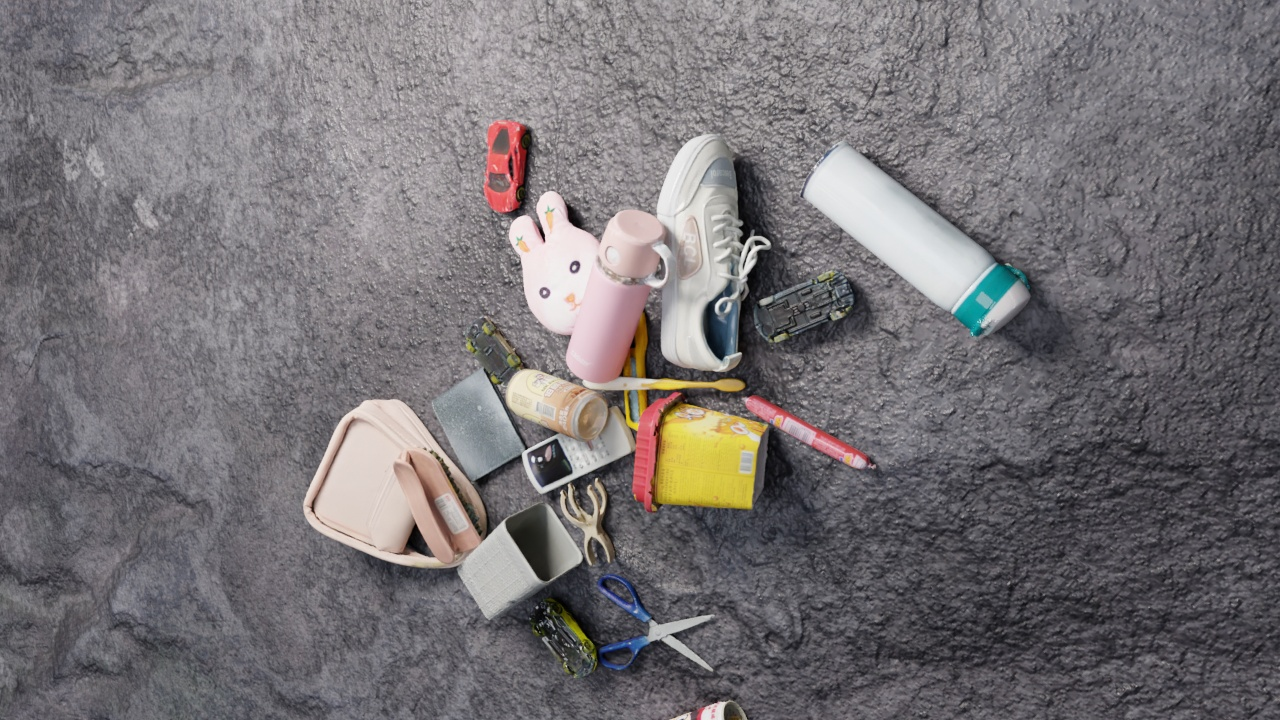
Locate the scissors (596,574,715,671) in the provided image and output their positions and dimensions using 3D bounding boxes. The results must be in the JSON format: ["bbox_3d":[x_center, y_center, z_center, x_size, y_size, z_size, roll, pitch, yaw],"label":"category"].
[{"bbox_3d":[0.008,0.315,1.074,0.175,0.012,0.162,-44,76,25],"label":"scissors"}]

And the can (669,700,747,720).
[{"bbox_3d":[0.056,0.429,1.040,0.133,0.053,0.053,-31,82,28],"label":"can"}]

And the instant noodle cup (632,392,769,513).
[{"bbox_3d":[0.066,0.101,0.962,0.124,0.116,0.116,7,101,15],"label":"instant noodle cup"}]

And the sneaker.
[{"bbox_3d":[0.075,-0.104,0.929,0.091,0.089,0.242,17,109,46],"label":"sneaker"}]

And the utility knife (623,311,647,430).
[{"bbox_3d":[-0.006,0.006,1.035,0.033,0.015,0.154,0,97,30],"label":"utility knife"}]

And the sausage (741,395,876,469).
[{"bbox_3d":[0.172,0.075,0.948,0.156,0.020,0.020,29,110,22],"label":"sausage"}]

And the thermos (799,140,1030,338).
[{"bbox_3d":[0.256,-0.112,0.851,0.224,0.073,0.073,43,114,16],"label":"thermos"}]

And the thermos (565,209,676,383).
[{"bbox_3d":[-0.019,-0.059,0.956,0.087,0.067,0.199,41,136,19],"label":"thermos"}]

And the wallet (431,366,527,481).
[{"bbox_3d":[-0.202,0.082,1.151,0.097,0.019,0.121,-31,84,27],"label":"wallet"}]

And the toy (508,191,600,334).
[{"bbox_3d":[-0.093,-0.110,1.046,0.122,0.054,0.159,-38,75,27],"label":"toy"}]

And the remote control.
[{"bbox_3d":[-0.075,0.107,1.083,0.150,0.021,0.058,-28,83,28],"label":"remote control"}]

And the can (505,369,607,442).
[{"bbox_3d":[-0.097,0.050,1.054,0.116,0.058,0.058,18,105,38],"label":"can"}]

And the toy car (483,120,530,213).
[{"bbox_3d":[-0.160,-0.227,1.077,0.049,0.031,0.106,14,105,27],"label":"toy car"}]

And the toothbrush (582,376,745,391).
[{"bbox_3d":[0.024,0.025,1.011,0.192,0.018,0.016,0,101,23],"label":"toothbrush"}]

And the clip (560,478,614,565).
[{"bbox_3d":[-0.047,0.184,1.073,0.084,0.034,0.104,-32,90,20],"label":"clip"}]

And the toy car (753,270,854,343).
[{"bbox_3d":[0.165,-0.054,0.926,0.106,0.031,0.049,-22,86,27],"label":"toy car"}]

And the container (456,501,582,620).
[{"bbox_3d":[-0.149,0.245,1.107,0.115,0.090,0.090,-42,77,30],"label":"container"}]

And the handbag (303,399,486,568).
[{"bbox_3d":[-0.305,0.179,1.192,0.234,0.093,0.194,32,110,12],"label":"handbag"}]

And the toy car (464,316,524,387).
[{"bbox_3d":[-0.174,-0.010,1.112,0.042,0.035,0.090,-44,77,27],"label":"toy car"}]

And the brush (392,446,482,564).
[{"bbox_3d":[-0.250,0.170,1.106,0.063,0.073,0.145,-22,100,17],"label":"brush"}]

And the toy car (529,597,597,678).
[{"bbox_3d":[-0.090,0.336,1.117,0.105,0.032,0.048,46,115,18],"label":"toy car"}]
